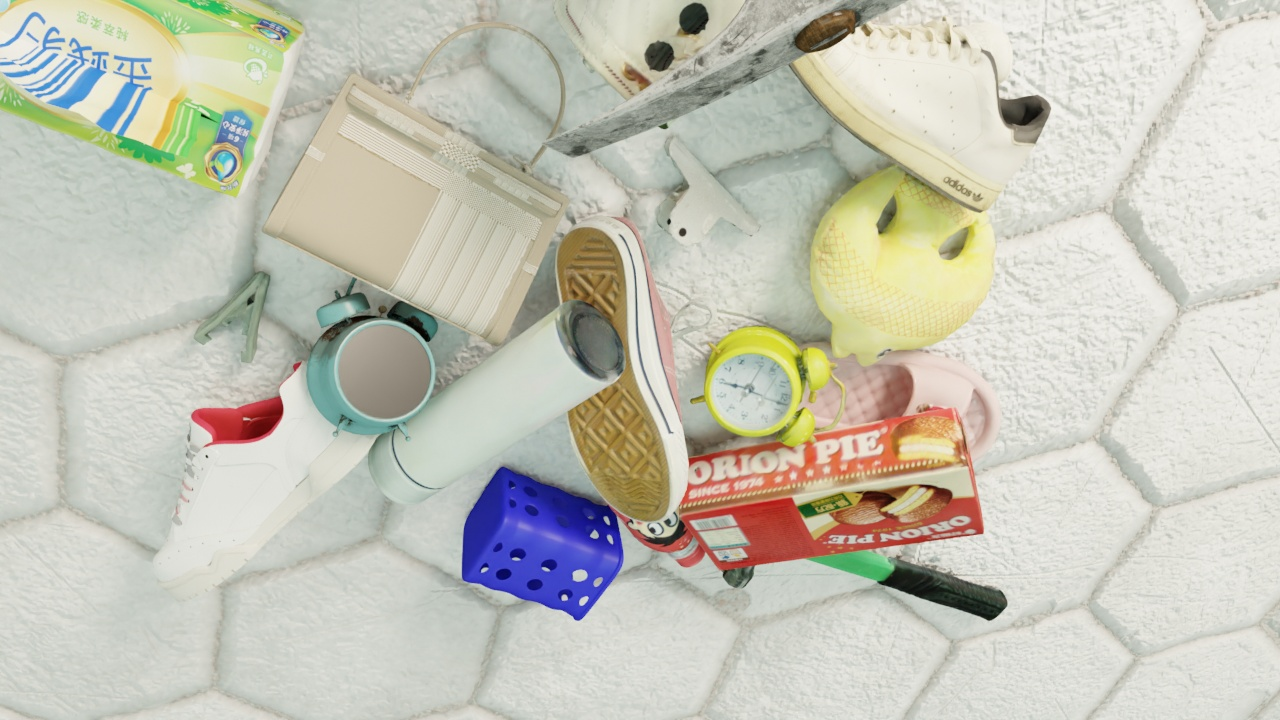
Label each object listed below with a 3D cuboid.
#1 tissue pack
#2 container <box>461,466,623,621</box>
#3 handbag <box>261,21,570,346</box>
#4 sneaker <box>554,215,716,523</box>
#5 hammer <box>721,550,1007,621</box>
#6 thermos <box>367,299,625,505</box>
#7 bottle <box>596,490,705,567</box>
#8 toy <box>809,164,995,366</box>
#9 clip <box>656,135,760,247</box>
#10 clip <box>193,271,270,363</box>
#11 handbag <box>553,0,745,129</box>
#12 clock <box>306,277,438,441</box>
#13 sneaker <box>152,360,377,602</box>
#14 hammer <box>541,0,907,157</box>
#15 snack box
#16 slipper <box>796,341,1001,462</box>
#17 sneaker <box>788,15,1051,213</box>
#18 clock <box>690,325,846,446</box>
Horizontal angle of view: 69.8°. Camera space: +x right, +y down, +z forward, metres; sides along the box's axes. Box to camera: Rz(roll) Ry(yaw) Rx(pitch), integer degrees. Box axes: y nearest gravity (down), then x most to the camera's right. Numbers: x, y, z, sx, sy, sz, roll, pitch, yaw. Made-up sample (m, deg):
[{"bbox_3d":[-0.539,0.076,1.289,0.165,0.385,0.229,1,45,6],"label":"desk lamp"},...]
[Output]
[{"bbox_3d":[-0.304,-0.169,0.512,0.197,0.141,0.120,15,119,-19],"label":"tissue pack"},{"bbox_3d":[-0.087,0.158,0.798,0.113,0.085,0.085,25,115,-22],"label":"container"},{"bbox_3d":[-0.126,-0.134,0.622,0.175,0.062,0.198,27,109,-24],"label":"handbag"},{"bbox_3d":[-0.004,0.004,0.710,0.118,0.087,0.241,-1,107,28],"label":"sneaker"},{"bbox_3d":[0.245,0.210,0.923,0.318,0.032,0.130,21,116,-22],"label":"hammer"},{"bbox_3d":[-0.114,0.037,0.688,0.231,0.067,0.068,-32,124,33],"label":"thermos"},{"bbox_3d":[0.015,0.133,0.813,0.062,0.062,0.137,-30,122,10],"label":"bottle"},{"bbox_3d":[0.203,-0.065,0.719,0.170,0.064,0.155,18,105,-26],"label":"toy"},{"bbox_3d":[0.041,-0.111,0.676,0.101,0.043,0.054,40,96,-28],"label":"clip"},{"bbox_3d":[-0.292,-0.036,0.674,0.061,0.023,0.076,28,116,-26],"label":"clip"},{"bbox_3d":[0.045,-0.242,0.528,0.096,0.141,0.199,38,109,-27],"label":"handbag"},{"bbox_3d":[-0.191,-0.005,0.668,0.090,0.053,0.124,7,81,-33],"label":"clock"},{"bbox_3d":[-0.315,0.085,0.714,0.237,0.090,0.104,-38,112,16],"label":"sneaker"},{"bbox_3d":[0.005,-0.274,0.462,0.218,0.037,0.300,-23,80,22],"label":"hammer"},{"bbox_3d":[0.160,0.114,0.776,0.237,0.060,0.113,-13,140,19],"label":"snack box"},{"bbox_3d":[0.215,0.040,0.791,0.221,0.055,0.107,15,117,-16],"label":"slipper"},{"bbox_3d":[0.186,-0.192,0.613,0.241,0.088,0.103,26,124,-29],"label":"sneaker"},{"bbox_3d":[0.104,0.021,0.731,0.119,0.057,0.083,15,108,7],"label":"clock"}]
